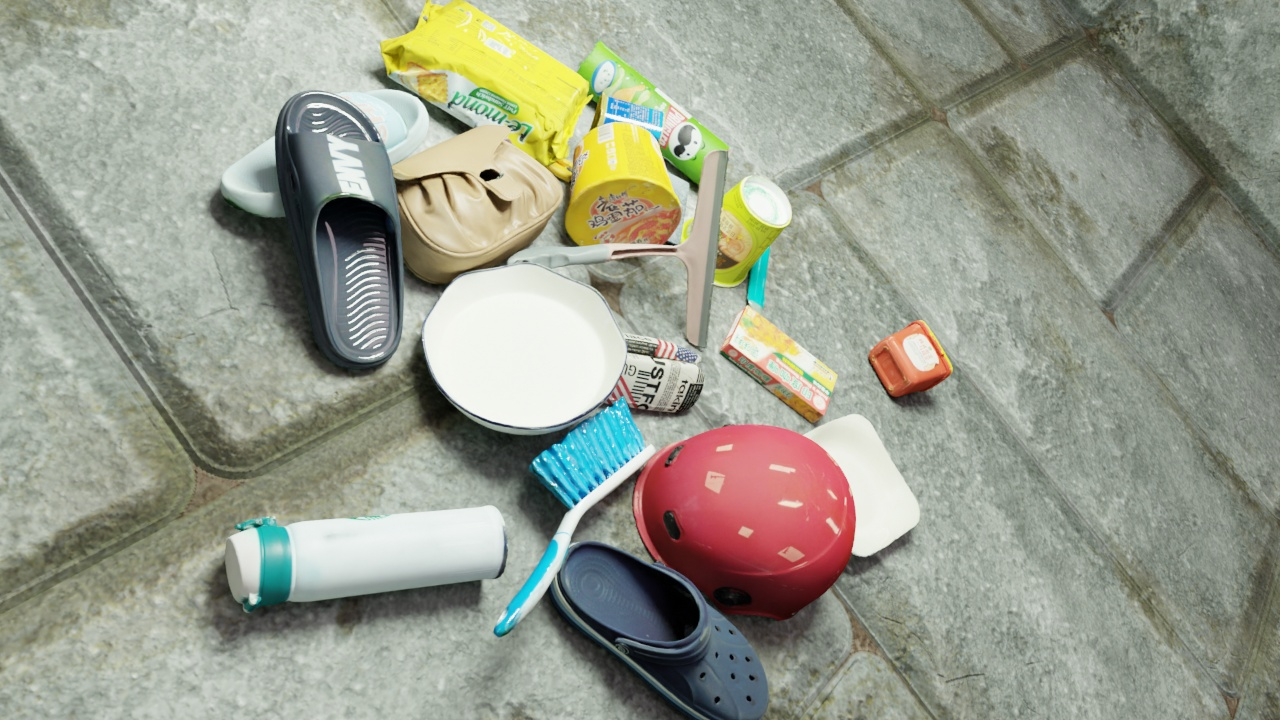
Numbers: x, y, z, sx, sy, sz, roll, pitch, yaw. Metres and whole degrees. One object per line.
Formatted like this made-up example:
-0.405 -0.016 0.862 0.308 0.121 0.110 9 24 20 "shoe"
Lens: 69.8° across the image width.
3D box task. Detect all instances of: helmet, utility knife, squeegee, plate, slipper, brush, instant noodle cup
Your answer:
0.128 0.155 0.973 0.240 0.144 0.206 19 55 -22 "helmet"
-0.155 -0.277 1.139 0.202 0.015 0.033 30 47 -15 "utility knife"
-0.032 -0.121 1.050 0.249 0.248 0.040 -5 30 -18 "squeegee"
-0.119 -0.009 0.937 0.205 0.046 0.204 6 55 -8 "plate"
-0.323 -0.228 0.937 0.104 0.074 0.244 28 48 17 "slipper"
0.165 -0.132 1.266 0.029 0.013 0.182 29 51 -20 "utility knife"
-0.267 -0.126 0.864 0.110 0.083 0.268 -9 91 -38 "slipper"
0.259 0.155 1.132 0.163 0.034 0.164 -17 72 -40 "plate"
-0.070 0.135 0.870 0.109 0.061 0.313 52 35 4 "brush"
0.029 0.252 0.876 0.253 0.095 0.104 37 50 -4 "slipper"
-0.025 -0.209 1.105 0.138 0.138 0.109 14 51 -27 "instant noodle cup"
0.129 -0.174 1.192 0.111 0.124 0.111 17 54 -25 "instant noodle cup"

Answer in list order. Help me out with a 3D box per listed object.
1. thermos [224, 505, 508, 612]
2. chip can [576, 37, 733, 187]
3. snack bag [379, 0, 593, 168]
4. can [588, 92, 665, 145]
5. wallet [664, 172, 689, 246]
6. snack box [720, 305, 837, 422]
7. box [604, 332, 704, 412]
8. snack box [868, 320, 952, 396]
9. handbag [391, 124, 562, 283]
-0.228 0.161 0.775 0.223 0.073 0.073 1 62 -33 "thermos"
0.015 -0.336 1.255 0.236 0.072 0.072 38 48 -7 "chip can"
-0.177 -0.347 1.119 0.246 0.068 0.157 29 42 -10 "snack bag"
-0.022 -0.278 1.160 0.083 0.102 0.057 12 55 -11 "can"
0.014 -0.212 1.213 0.097 0.019 0.120 22 53 -18 "wallet"
0.179 0.005 1.178 0.156 0.027 0.076 37 49 -9 "snack box"
-0.006 0.005 1.046 0.162 0.076 0.086 9 27 -26 "box"
0.374 0.000 1.281 0.080 0.082 0.091 -17 72 -30 "snack box"
-0.183 -0.178 0.999 0.148 0.100 0.203 47 47 2 "handbag"
